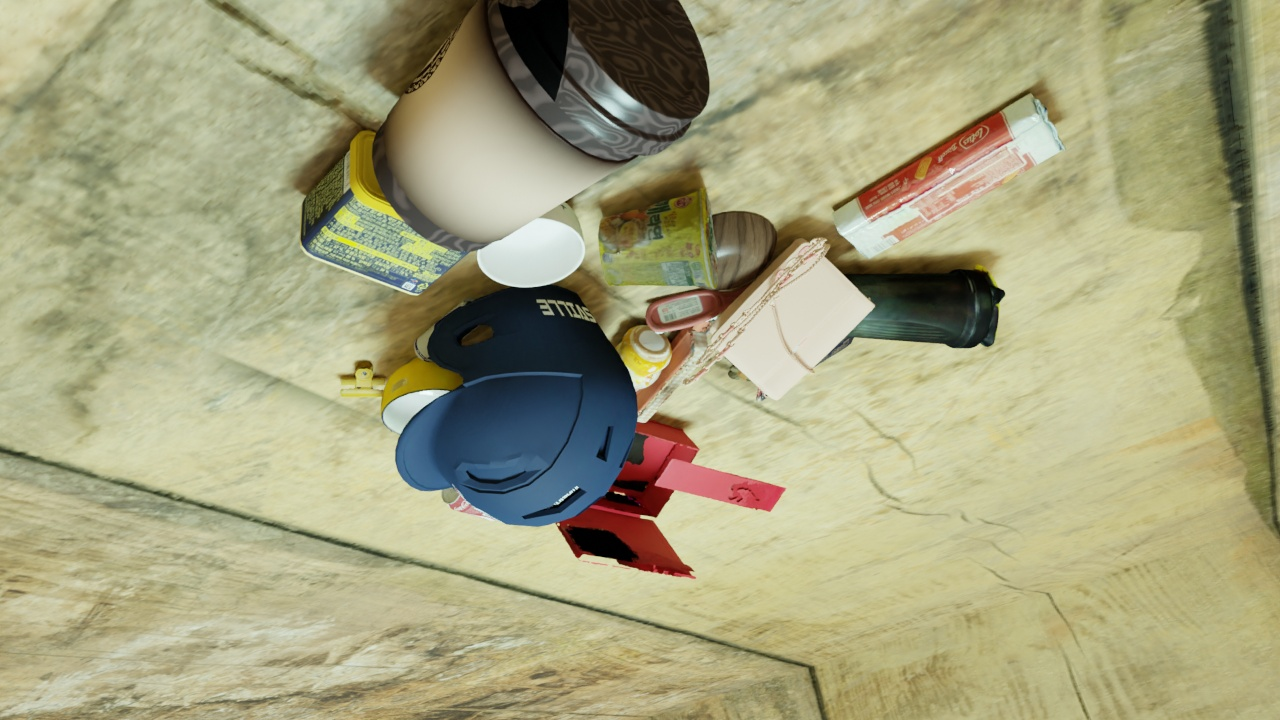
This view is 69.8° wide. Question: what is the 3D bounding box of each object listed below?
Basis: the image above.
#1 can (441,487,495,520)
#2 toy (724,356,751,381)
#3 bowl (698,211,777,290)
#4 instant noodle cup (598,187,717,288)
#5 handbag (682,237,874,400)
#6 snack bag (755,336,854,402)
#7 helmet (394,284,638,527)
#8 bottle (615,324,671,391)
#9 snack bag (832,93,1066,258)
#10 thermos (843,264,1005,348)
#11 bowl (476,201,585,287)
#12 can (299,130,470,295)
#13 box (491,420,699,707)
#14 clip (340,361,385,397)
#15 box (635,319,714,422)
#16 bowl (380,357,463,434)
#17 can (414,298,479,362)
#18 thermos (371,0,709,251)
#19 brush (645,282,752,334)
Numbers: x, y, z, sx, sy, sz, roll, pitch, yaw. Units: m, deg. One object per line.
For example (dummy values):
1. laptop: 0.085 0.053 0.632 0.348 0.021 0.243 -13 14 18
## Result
1. can: -0.245 0.203 1.363 0.054 0.054 0.096 -29 144 26
2. toy: 0.138 0.003 1.160 0.076 0.062 0.100 10 150 -12
3. bowl: 0.093 -0.108 0.990 0.119 0.032 0.119 -8 148 -5
4. instant noodle cup: 0.018 -0.115 0.909 0.108 0.102 0.102 -6 150 10
5. handbag: 0.155 -0.021 0.958 0.116 0.187 0.199 43 103 -8
6. snack bag: 0.211 -0.006 1.150 0.155 0.018 0.075 -31 153 -19
7. helmet: -0.130 0.075 0.988 0.273 0.223 0.232 -30 156 12
8. bottle: -0.007 0.007 1.113 0.063 0.063 0.109 5 143 -25
9. snack bag: 0.310 -0.183 0.936 0.226 0.041 0.077 -32 144 27
10. thermos: 0.318 -0.064 1.086 0.220 0.098 0.098 2 147 -10
11. bowl: -0.108 -0.122 0.885 0.105 0.054 0.105 -8 150 -4
12. can: -0.222 -0.126 0.824 0.105 0.075 0.135 -32 143 34
13. box: -0.067 0.267 1.274 0.211 0.409 0.108 20 175 -39
14. clip: -0.325 0.026 1.077 0.054 0.045 0.049 2 171 -19
15. box: 0.039 0.015 1.144 0.078 0.054 0.188 -45 177 -41
16. bowl: -0.246 0.037 1.082 0.117 0.067 0.117 -8 148 -5
17. can: -0.212 -0.032 1.016 0.095 0.032 0.032 -33 142 32
18. thermos: -0.086 -0.190 0.688 0.172 0.172 0.227 21 143 -41
19. brush: 0.090 -0.065 1.060 0.172 0.041 0.030 -15 166 1
